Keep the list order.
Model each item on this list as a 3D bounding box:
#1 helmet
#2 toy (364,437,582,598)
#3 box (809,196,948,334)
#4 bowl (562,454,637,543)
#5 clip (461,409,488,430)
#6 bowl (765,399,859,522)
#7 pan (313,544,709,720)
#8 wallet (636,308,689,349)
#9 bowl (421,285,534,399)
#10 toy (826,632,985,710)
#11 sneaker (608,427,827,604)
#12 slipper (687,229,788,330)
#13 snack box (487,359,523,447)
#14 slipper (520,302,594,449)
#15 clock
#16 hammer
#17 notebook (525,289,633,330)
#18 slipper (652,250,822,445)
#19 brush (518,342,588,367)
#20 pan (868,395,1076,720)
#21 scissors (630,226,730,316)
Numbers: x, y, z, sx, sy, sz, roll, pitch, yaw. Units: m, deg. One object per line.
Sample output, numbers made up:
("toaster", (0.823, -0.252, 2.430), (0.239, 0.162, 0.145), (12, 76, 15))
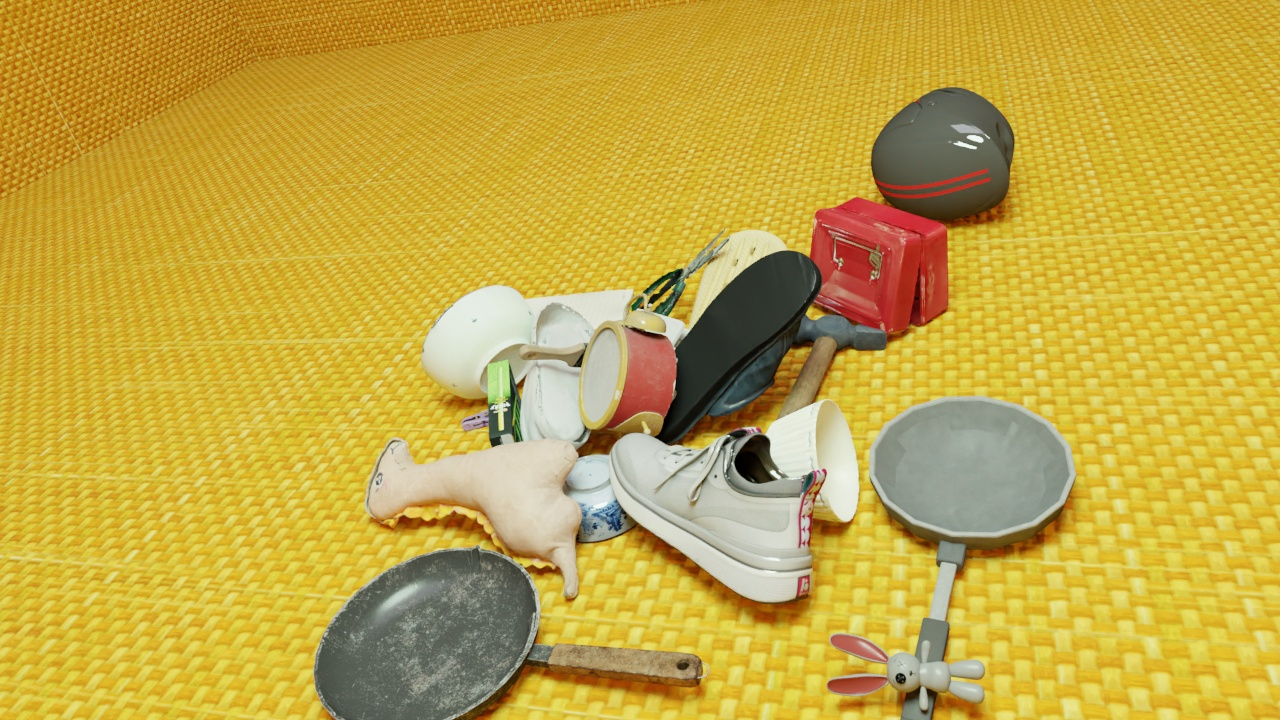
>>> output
("helmet", (0.421, -0.285, 1.305), (0.169, 0.164, 0.265), (-34, 27, -11))
("toy", (-0.176, 0.154, 0.926), (0.265, 0.065, 0.195), (-14, 67, 24))
("box", (0.295, -0.121, 1.132), (0.112, 0.135, 0.157), (-17, 32, -27))
("bowl", (-0.049, 0.131, 0.941), (0.114, 0.045, 0.114), (-9, 33, 6))
("clip", (-0.191, 0.069, 1.118), (0.052, 0.014, 0.042), (-4, 34, 9))
("bowl", (0.158, 0.098, 0.871), (0.063, 0.115, 0.115), (-12, 29, 29))
("pan", (-0.112, 0.252, 0.788), (0.357, 0.040, 0.207), (2, 35, 20))
("wallet", (0.002, 0.000, 1.103), (0.118, 0.037, 0.115), (21, 77, 55))
("bowl", (-0.185, -0.011, 1.125), (0.153, 0.154, 0.073), (-31, 59, -26))
("toy", (0.197, 0.232, 0.684), (0.112, 0.030, 0.049), (2, 73, 19))
("sneaker", (0.064, 0.107, 0.845), (0.096, 0.129, 0.263), (4, 18, -40))
("slipper", (0.123, -0.047, 1.130), (0.111, 0.079, 0.260), (2, 54, 30))
("snack box", (-0.148, 0.073, 1.032), (0.025, 0.080, 0.147), (-14, 33, -2))
("slipper", (-0.095, 0.022, 1.079), (0.075, 0.112, 0.246), (-33, 35, 26))
("clock", (-0.006, 0.006, 0.995), (0.081, 0.158, 0.117), (11, -15, -24))
("hammer", (0.174, 0.048, 1.005), (0.129, 0.040, 0.320), (9, 39, 24))
("notebook", (-0.122, -0.048, 1.271), (0.209, 0.012, 0.152), (-5, 34, 13))
("slipper", (0.108, -0.004, 1.001), (0.266, 0.083, 0.108), (-49, 37, 20))
("brush", (-0.070, -0.006, 1.043), (0.151, 0.039, 0.012), (4, 49, -36))
("pan", (0.269, 0.164, 0.791), (0.179, 0.041, 0.356), (6, 42, 26))
("scissors", (0.045, -0.088, 1.174), (0.210, 0.015, 0.141), (-39, 23, 38))
